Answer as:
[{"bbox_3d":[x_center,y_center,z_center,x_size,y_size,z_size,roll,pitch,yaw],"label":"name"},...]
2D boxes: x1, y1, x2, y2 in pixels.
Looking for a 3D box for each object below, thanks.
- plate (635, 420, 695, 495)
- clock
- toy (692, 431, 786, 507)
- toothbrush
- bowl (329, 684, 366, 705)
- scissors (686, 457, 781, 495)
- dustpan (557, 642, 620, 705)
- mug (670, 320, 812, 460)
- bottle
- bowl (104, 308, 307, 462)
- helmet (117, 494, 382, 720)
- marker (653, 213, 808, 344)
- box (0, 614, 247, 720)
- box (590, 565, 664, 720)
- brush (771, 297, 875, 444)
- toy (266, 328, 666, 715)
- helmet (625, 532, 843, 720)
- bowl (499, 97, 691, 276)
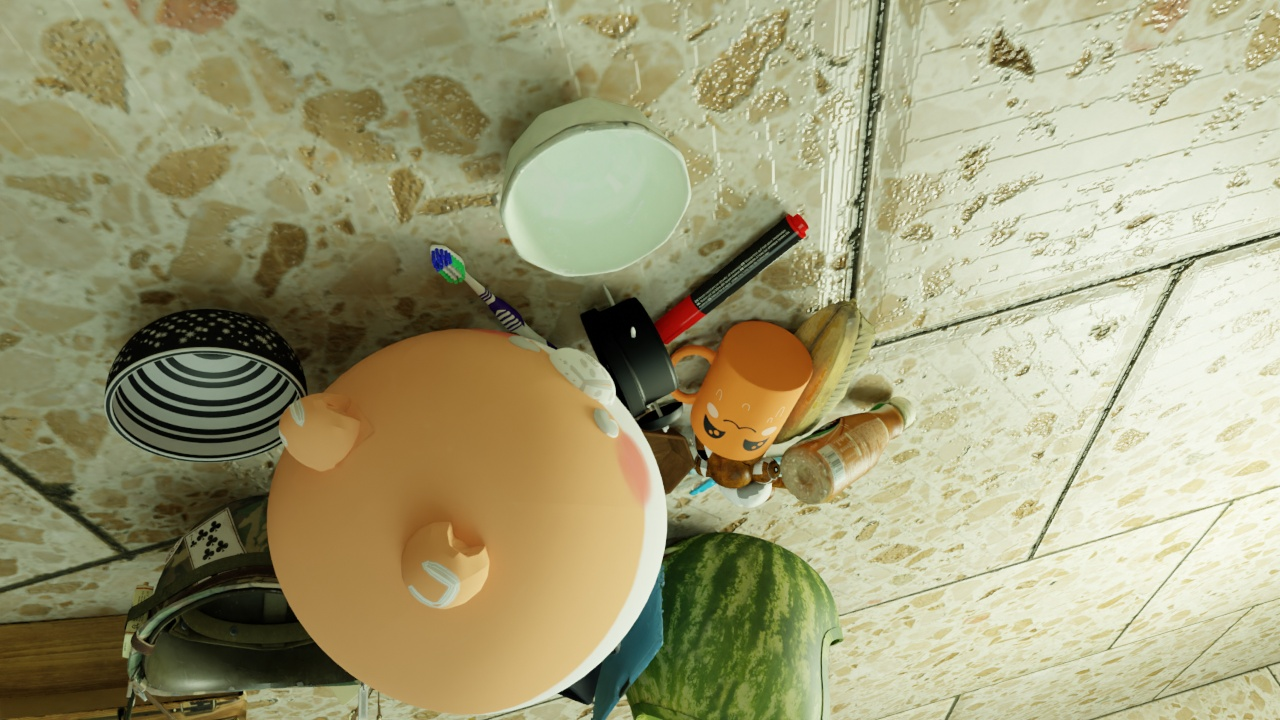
[{"bbox_3d":[-0.014,0.095,0.862,0.131,0.025,0.131,-9,143,-7],"label":"plate"},{"bbox_3d":[-0.004,0.005,0.706,0.042,0.091,0.121,-26,130,-6],"label":"clock"},{"bbox_3d":[0.099,0.105,0.884,0.087,0.067,0.112,3,162,30],"label":"toy"},{"bbox_3d":[-0.097,-0.031,0.684,0.015,0.016,0.186,-28,141,14],"label":"toothbrush"},{"bbox_3d":[-0.290,0.283,0.946,0.074,0.117,0.118,45,120,-3],"label":"bowl"},{"bbox_3d":[0.104,0.099,0.933,0.137,0.012,0.128,-4,141,-13],"label":"scissors"},{"bbox_3d":[-0.128,0.241,0.845,0.274,0.080,0.236,-16,130,29],"label":"dustpan"},{"bbox_3d":[0.076,0.020,0.781,0.112,0.077,0.096,21,136,1],"label":"mug"},{"bbox_3d":[0.204,0.078,0.870,0.166,0.059,0.059,-25,152,-37],"label":"bottle"},{"bbox_3d":[-0.287,0.007,0.614,0.120,0.066,0.120,-11,142,-9],"label":"bowl"},{"bbox_3d":[-0.301,0.222,0.731,0.192,0.236,0.225,2,156,-17],"label":"helmet"},{"bbox_3d":[0.069,-0.062,0.708,0.145,0.021,0.023,-38,161,25],"label":"marker"},{"bbox_3d":[-0.522,0.383,0.877,0.278,0.220,0.259,2,137,-22],"label":"box"},{"bbox_3d":[-0.024,0.263,0.954,0.033,0.174,0.232,9,135,-17],"label":"box"},{"bbox_3d":[0.151,0.013,0.802,0.043,0.059,0.196,-14,149,-23],"label":"brush"},{"bbox_3d":[-0.116,0.101,0.626,0.266,0.263,0.280,-48,161,2],"label":"toy"},{"bbox_3d":[0.096,0.307,1.004,0.243,0.246,0.214,32,145,-5],"label":"helmet"},{"bbox_3d":[-0.032,-0.114,0.568,0.117,0.061,0.118,-11,143,-8],"label":"bowl"}]
